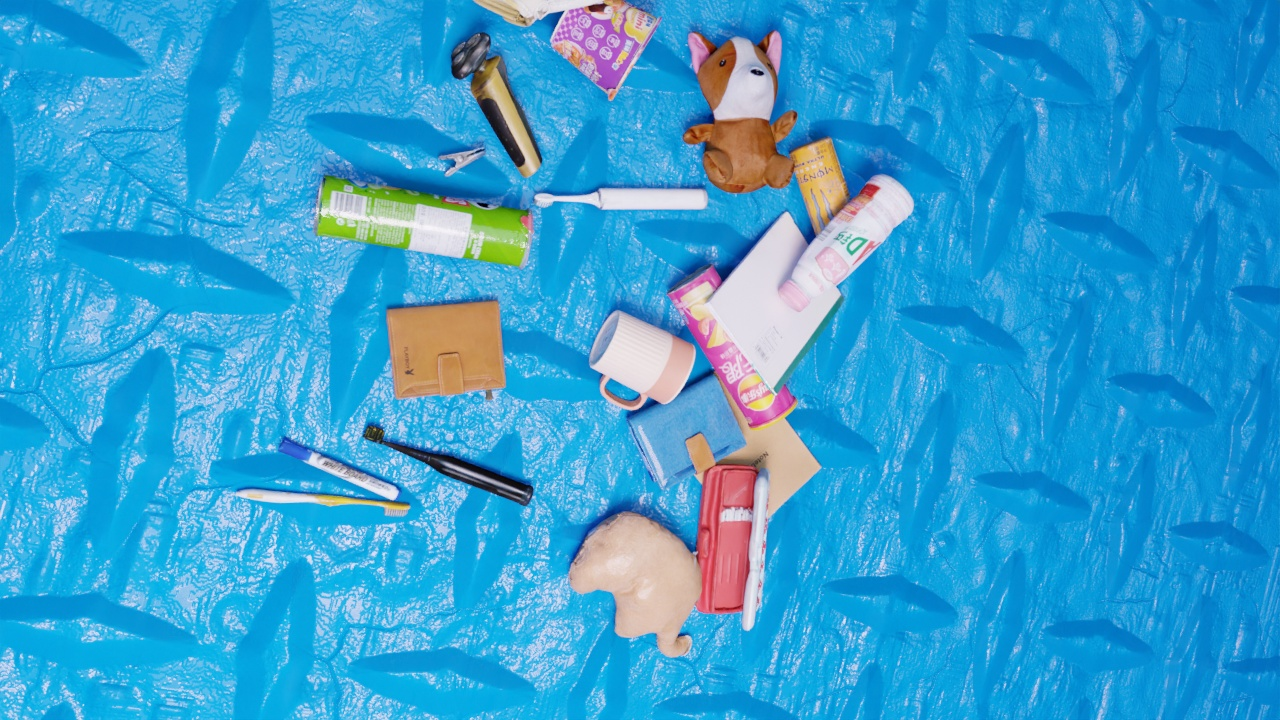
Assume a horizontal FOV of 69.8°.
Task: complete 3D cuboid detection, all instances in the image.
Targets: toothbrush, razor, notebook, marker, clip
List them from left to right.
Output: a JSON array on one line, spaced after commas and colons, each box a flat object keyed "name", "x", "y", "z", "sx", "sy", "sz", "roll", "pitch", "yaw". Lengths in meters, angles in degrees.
[{"name": "toothbrush", "x": -0.362, "y": 0.164, "z": 1.054, "sx": 0.191, "sy": 0.016, "sz": 0.018, "roll": 8, "pitch": 100, "yaw": -20}, {"name": "marker", "x": -0.344, "y": 0.127, "z": 1.056, "sx": 0.145, "sy": 0.017, "sz": 0.017, "roll": 28, "pitch": 85, "yaw": -19}, {"name": "toothbrush", "x": -0.227, "y": 0.125, "z": 1.091, "sx": 0.212, "sy": 0.026, "sz": 0.027, "roll": 25, "pitch": 99, "yaw": -18}, {"name": "clip", "x": -0.206, "y": -0.233, "z": 1.070, "sx": 0.056, "sy": 0.024, "sz": 0.028, "roll": -24, "pitch": 98, "yaw": -12}, {"name": "razor", "x": -0.165, "y": -0.292, "z": 1.065, "sx": 0.067, "sy": 0.062, "sz": 0.167, "roll": -45, "pitch": 115, "yaw": -44}, {"name": "toothbrush", "x": -0.023, "y": -0.199, "z": 1.132, "sx": 0.220, "sy": 0.026, "sz": 0.026, "roll": -4, "pitch": 57, "yaw": -19}, {"name": "notebook", "x": 0.133, "y": 0.114, "z": 1.220, "sx": 0.147, "sy": 0.008, "sz": 0.207, "roll": -41, "pitch": 105, "yaw": -11}, {"name": "notebook", "x": 0.178, "y": -0.076, "z": 1.173, "sx": 0.150, "sy": 0.012, "sz": 0.208, "roll": 52, "pitch": 53, "yaw": -15}]

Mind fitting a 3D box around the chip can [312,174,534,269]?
[{"name": "chip can", "x": -0.243, "y": -0.156, "z": 1.038, "sx": 0.235, "sy": 0.072, "sz": 0.072, "roll": 7, "pitch": 92, "yaw": -19}]

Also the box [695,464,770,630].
[{"name": "box", "x": 0.129, "y": 0.238, "z": 1.174, "sx": 0.095, "sy": 0.099, "sz": 0.201, "roll": 3, "pitch": 96, "yaw": -16}]

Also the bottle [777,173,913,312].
[{"name": "bottle", "x": 0.254, "y": -0.143, "z": 1.151, "sx": 0.068, "sy": 0.068, "sz": 0.197, "roll": 44, "pitch": 89, "yaw": -17}]

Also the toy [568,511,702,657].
[{"name": "toy", "x": 0.016, "y": 0.289, "z": 1.161, "sx": 0.143, "sy": 0.082, "sz": 0.226, "roll": -39, "pitch": 108, "yaw": 4}]

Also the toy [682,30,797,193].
[{"name": "toy", "x": 0.123, "y": -0.309, "z": 1.130, "sx": 0.140, "sy": 0.131, "sz": 0.199, "roll": 1, "pitch": 84, "yaw": -13}]

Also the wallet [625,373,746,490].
[{"name": "wallet", "x": 0.059, "y": 0.092, "z": 1.170, "sx": 0.133, "sy": 0.040, "sz": 0.106, "roll": -26, "pitch": 97, "yaw": -14}]

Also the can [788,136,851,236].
[{"name": "can", "x": 0.244, "y": -0.215, "z": 1.204, "sx": 0.058, "sy": 0.058, "sz": 0.146, "roll": -24, "pitch": 101, "yaw": -16}]

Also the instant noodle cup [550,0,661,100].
[{"name": "instant noodle cup", "x": -0.044, "y": -0.379, "z": 1.073, "sx": 0.099, "sy": 0.112, "sz": 0.111, "roll": 32, "pitch": 84, "yaw": -11}]

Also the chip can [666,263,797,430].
[{"name": "chip can", "x": 0.117, "y": -0.016, "z": 1.163, "sx": 0.071, "sy": 0.071, "sz": 0.210, "roll": -35, "pitch": 100, "yaw": -13}]

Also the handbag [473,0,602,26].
[{"name": "handbag", "x": -0.093, "y": -0.441, "z": 1.028, "sx": 0.179, "sy": 0.063, "sz": 0.163, "roll": 38, "pitch": 81, "yaw": 21}]

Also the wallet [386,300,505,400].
[{"name": "wallet", "x": -0.227, "y": -0.007, "z": 1.079, "sx": 0.130, "sy": 0.035, "sz": 0.119, "roll": -6, "pitch": 91, "yaw": -17}]

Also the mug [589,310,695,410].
[{"name": "mug", "x": -0.007, "y": 0.007, "z": 1.134, "sx": 0.106, "sy": 0.081, "sz": 0.115, "roll": 26, "pitch": 115, "yaw": -17}]
